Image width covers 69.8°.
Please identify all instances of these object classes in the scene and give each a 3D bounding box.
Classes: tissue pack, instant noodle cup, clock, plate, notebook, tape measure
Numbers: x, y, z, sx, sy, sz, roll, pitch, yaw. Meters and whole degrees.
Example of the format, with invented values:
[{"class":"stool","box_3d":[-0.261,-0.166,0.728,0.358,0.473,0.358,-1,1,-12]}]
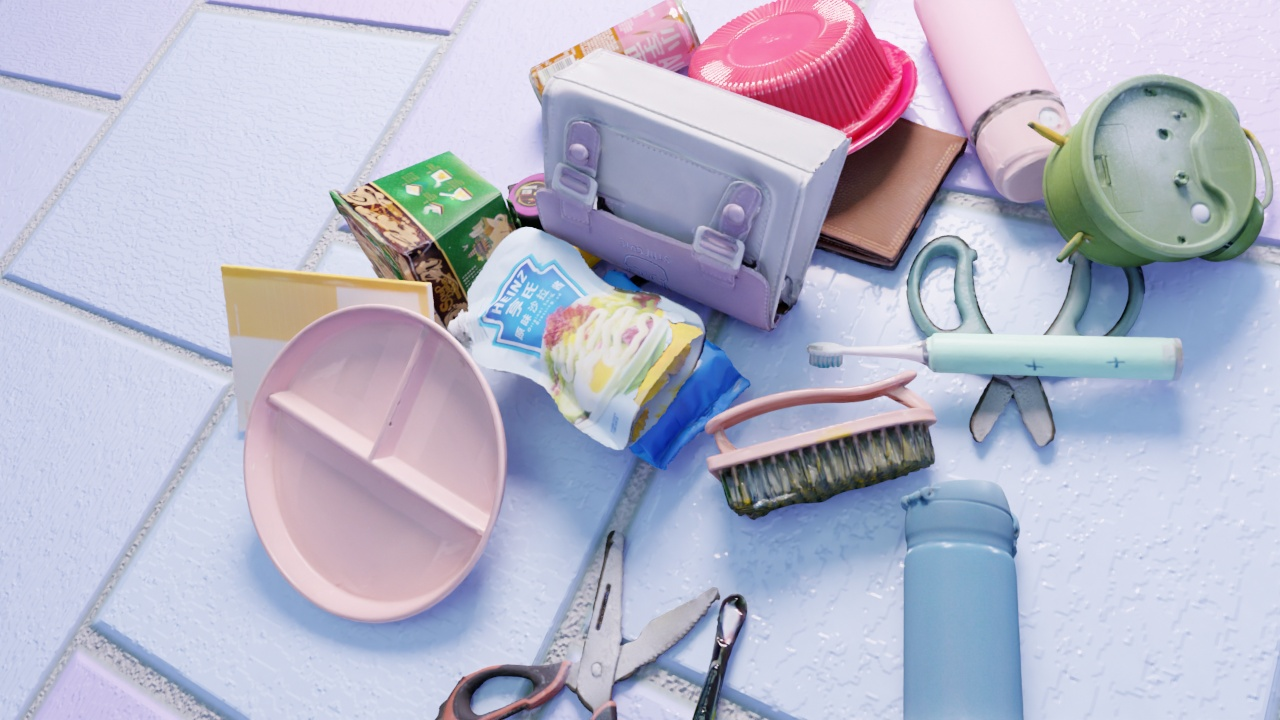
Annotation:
[{"class":"tissue pack","box_3d":[-0.004,0.004,0.668,0.095,0.052,0.157,-44,58,-8]},{"class":"instant noodle cup","box_3d":[0.109,-0.220,0.703,0.194,0.066,0.193,-16,41,14]},{"class":"clock","box_3d":[0.330,-0.116,0.578,0.161,0.056,0.116,-6,82,-10]},{"class":"plate","box_3d":[-0.195,0.074,0.671,0.230,0.028,0.229,-1,87,21]},{"class":"notebook","box_3d":[-0.247,0.002,0.729,0.206,0.010,0.146,7,107,23]},{"class":"tape measure","box_3d":[-0.082,-0.127,0.771,0.057,0.039,0.057,-16,53,2]}]

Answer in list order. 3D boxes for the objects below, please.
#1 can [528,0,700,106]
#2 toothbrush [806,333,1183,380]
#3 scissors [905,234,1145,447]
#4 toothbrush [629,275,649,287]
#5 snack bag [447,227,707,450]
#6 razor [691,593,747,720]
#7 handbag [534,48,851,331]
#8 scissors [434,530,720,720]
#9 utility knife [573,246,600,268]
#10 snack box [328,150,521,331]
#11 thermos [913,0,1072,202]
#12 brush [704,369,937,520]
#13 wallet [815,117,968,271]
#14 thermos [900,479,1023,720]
[{"class":"can","box_3d":[-0.022,-0.261,0.806,0.147,0.058,0.058,-24,59,6]},{"class":"toothbrush","box_3d":[0.219,-0.004,0.585,0.225,0.027,0.026,2,35,19]},{"class":"scissors","box_3d":[0.265,-0.027,0.607,0.179,0.019,0.172,-18,58,9]},{"class":"toothbrush","box_3d":[0.035,-0.085,0.721,0.189,0.018,0.014,-29,65,5]},{"class":"snack bag","box_3d":[-0.052,-0.023,0.646,0.191,0.039,0.110,30,88,31]},{"class":"razor","box_3d":[0.042,0.212,0.562,0.043,0.022,0.142,9,67,22]},{"class":"handbag","box_3d":[0.027,-0.117,0.650,0.197,0.145,0.098,26,48,19]},{"class":"scissors","box_3d":[-0.036,0.219,0.590,0.222,0.015,0.189,-30,58,4]},{"class":"utility knife","box_3d":[-0.055,-0.080,0.751,0.154,0.015,0.033,-37,52,0]},{"class":"snack box","box_3d":[-0.166,-0.102,0.754,0.105,0.118,0.117,-39,57,-18]},{"class":"thermos","box_3d":[0.270,-0.208,0.675,0.087,0.067,0.198,-2,59,-15]},{"class":"brush","box_3d":[0.117,0.052,0.593,0.146,0.063,0.073,-17,70,10]},{"class":"wallet","box_3d":[0.173,-0.133,0.689,0.101,0.032,0.124,26,75,26]},{"class":"thermos","box_3d":[0.180,0.174,0.508,0.070,0.070,0.220,-1,64,19]}]
